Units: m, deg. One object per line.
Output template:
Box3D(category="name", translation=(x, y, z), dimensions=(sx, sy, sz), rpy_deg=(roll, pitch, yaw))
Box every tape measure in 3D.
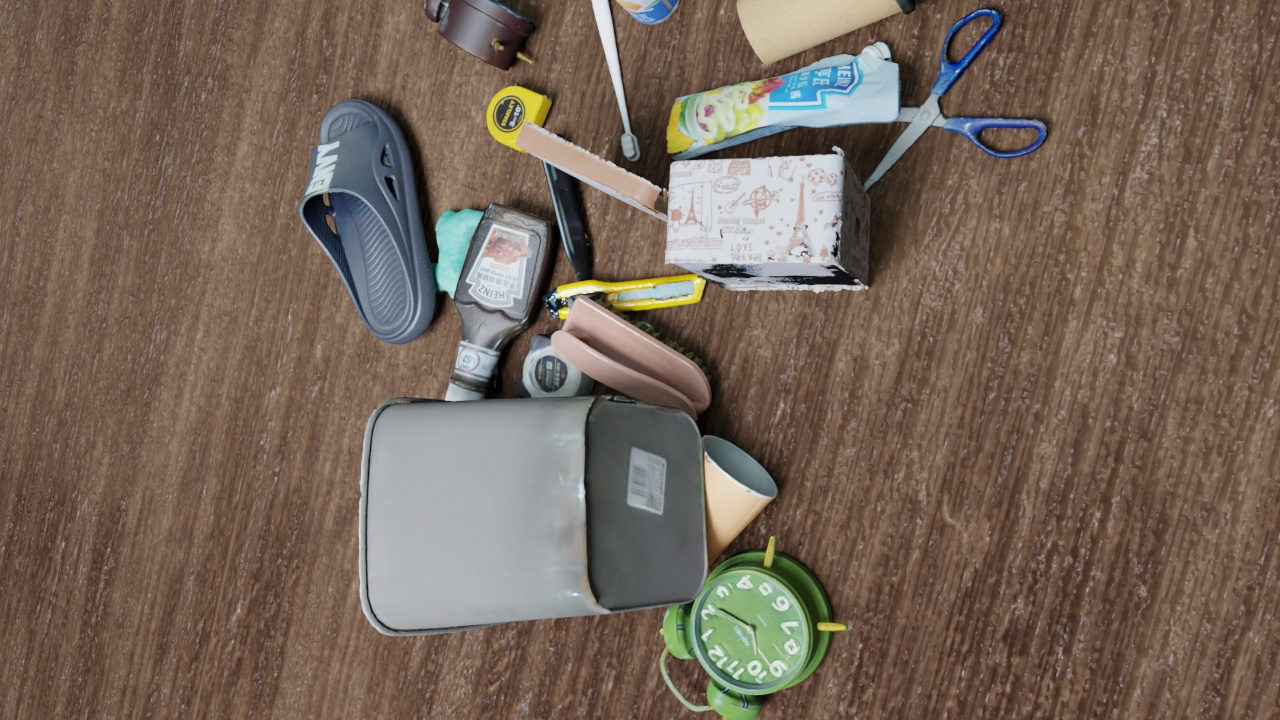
Box3D(category="tape measure", translation=(-0.118, -0.234, 0.885), dimensions=(0.057, 0.028, 0.060), rpy_deg=(27, 98, 20))
Box3D(category="tape measure", translation=(-0.077, 0.013, 0.857), dimensions=(0.066, 0.033, 0.066), rpy_deg=(21, 98, 24))

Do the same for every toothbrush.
Box3D(category="toothbrush", translation=(-0.025, -0.272, 0.855), dimensions=(0.016, 0.016, 0.180), rpy_deg=(-14, 83, 19))
Box3D(category="toothbrush", translation=(-0.061, -0.106, 0.859), dimensions=(0.027, 0.026, 0.212), rpy_deg=(-15, 86, 29))

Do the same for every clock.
Box3D(category="clock", translation=(0.085, 0.232, 0.770), dimensions=(0.161, 0.056, 0.116), rpy_deg=(-44, 72, 16))
Box3D(category="clock", translation=(-0.158, -0.325, 0.878), dimensions=(0.122, 0.082, 0.055), rpy_deg=(34, 107, 18))

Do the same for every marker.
Box3D(category="marker", translation=(-0.149, -0.029, 0.900), dimensions=(0.018, 0.015, 0.124), rpy_deg=(-7, 88, 13))

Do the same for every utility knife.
Box3D(category="utility knife", translation=(-0.015, -0.060, 0.830), dimensions=(0.155, 0.015, 0.033), rpy_deg=(-6, 93, 11))

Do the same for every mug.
Box3D(category="mug", translation=(0.049, 0.134, 0.781), dimensions=(0.078, 0.078, 0.123), rpy_deg=(41, 107, 19))

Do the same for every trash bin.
Box3D(category="trash bin", translation=(-0.080, 0.117, 0.736), dimensions=(0.220, 0.198, 0.198), rpy_deg=(-11, 76, 36))

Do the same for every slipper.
Box3D(category="slipper", translation=(-0.278, -0.146, 0.908), dimensions=(0.111, 0.083, 0.268), rpy_deg=(-25, 76, 29))

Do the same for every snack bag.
Box3D(category="snack bag", translation=(0.118, -0.213, 0.760), dimensions=(0.191, 0.110, 0.039), rpy_deg=(-8, 125, 23))

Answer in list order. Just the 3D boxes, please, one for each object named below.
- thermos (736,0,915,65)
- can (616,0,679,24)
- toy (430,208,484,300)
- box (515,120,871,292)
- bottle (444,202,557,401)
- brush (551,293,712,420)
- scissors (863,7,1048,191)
Box3D(category="thermos", translation=(0.155, -0.303, 0.746), dimensions=(0.143, 0.093, 0.093), rpy_deg=(-20, 80, 28))
Box3D(category="can", translation=(-0.013, -0.339, 0.788), dimensions=(0.053, 0.134, 0.053), rpy_deg=(-1, 88, 23))
Box3D(category="toy", translation=(-0.191, -0.106, 0.912), dimensions=(0.097, 0.030, 0.092), rpy_deg=(6, 89, 30))
Box3D(category="box", translation=(0.047, -0.119, 0.734), dimensions=(0.272, 0.177, 0.106), rpy_deg=(16, 94, 21))
Box3D(category="bottle", translation=(-0.140, -0.047, 0.870), dimensions=(0.080, 0.044, 0.195), rpy_deg=(18, 92, 8))
Box3D(category="brush", translation=(-0.005, 0.005, 0.796), dimensions=(0.145, 0.072, 0.063), rpy_deg=(31, 120, 7))
Box3D(category="scissors", translation=(0.246, -0.203, 0.743), dimensions=(0.162, 0.012, 0.176), rpy_deg=(33, 102, 21))
